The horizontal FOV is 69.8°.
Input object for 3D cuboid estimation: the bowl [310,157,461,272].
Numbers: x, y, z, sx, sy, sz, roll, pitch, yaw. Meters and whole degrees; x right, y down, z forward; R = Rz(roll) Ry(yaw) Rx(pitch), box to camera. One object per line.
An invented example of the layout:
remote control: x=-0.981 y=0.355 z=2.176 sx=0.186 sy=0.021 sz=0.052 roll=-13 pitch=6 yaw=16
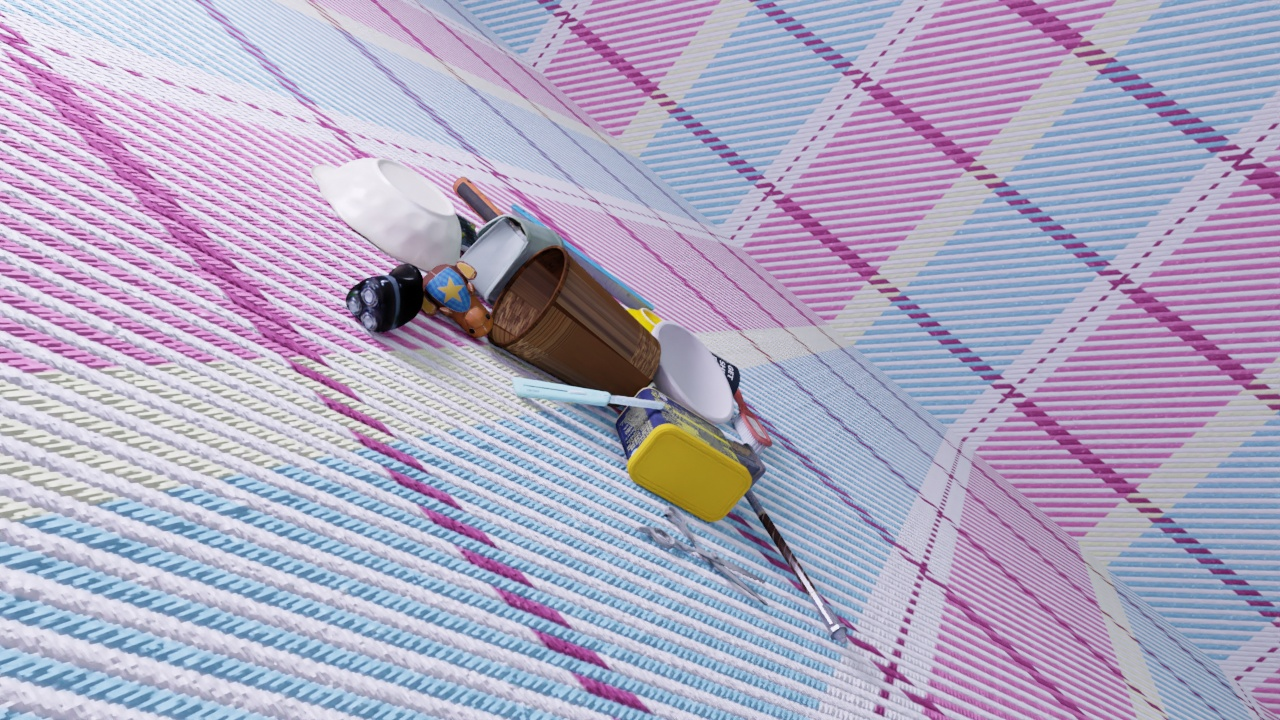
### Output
bowl: x=-0.285 y=-0.186 z=1.104 sx=0.219 sy=0.060 sz=0.188 roll=37 pitch=17 yaw=-10

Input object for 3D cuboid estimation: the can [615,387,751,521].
can: x=0.044 y=0.103 z=1.030 sx=0.135 sy=0.075 sz=0.104 roll=32 pitch=15 yaw=-24

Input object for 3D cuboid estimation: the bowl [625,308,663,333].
bowl: x=0.004 y=-0.032 z=1.310 sx=0.117 sy=0.068 sz=0.117 roll=35 pitch=16 yaw=-12

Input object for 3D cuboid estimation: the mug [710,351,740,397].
mug: x=0.095 y=0.036 z=1.347 sx=0.077 sy=0.071 sz=0.104 roll=29 pitch=46 yaw=-30

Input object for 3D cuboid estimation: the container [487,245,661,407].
container: x=-0.069 y=-0.030 z=1.056 sx=0.167 sy=0.132 sz=0.132 roll=37 pitch=15 yaw=-30

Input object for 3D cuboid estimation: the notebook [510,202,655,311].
notebook: x=-0.089 y=-0.146 z=1.394 sx=0.253 sy=0.009 sz=0.181 roll=36 pitch=-4 yaw=-3

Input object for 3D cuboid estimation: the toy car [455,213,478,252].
toy car: x=-0.235 y=-0.166 z=1.215 sx=0.038 sy=0.027 sz=0.089 roll=23 pitch=23 yaw=-36

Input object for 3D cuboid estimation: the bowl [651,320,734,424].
bowl: x=0.054 y=0.023 z=1.150 sx=0.149 sy=0.043 sz=0.149 roll=38 pitch=30 yaw=-28

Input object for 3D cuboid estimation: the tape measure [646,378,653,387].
tape measure: x=-0.007 y=0.007 z=1.197 sx=0.059 sy=0.058 sz=0.038 roll=52 pitch=21 yaw=25

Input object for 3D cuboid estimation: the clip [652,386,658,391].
clip: x=0.050 y=0.053 z=1.258 sx=0.076 sy=0.042 sz=0.023 roll=38 pitch=15 yaw=-6

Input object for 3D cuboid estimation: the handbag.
handbag: x=-0.156 y=-0.123 z=1.123 sx=0.067 sy=0.106 sz=0.121 roll=45 pitch=11 yaw=14

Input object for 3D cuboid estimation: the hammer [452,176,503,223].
hammer: x=-0.177 y=-0.166 z=1.336 sx=0.314 sy=0.035 sz=0.137 roll=45 pitch=17 yaw=20

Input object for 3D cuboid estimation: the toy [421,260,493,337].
toy: x=-0.201 y=-0.064 z=1.011 sx=0.090 sy=0.070 sz=0.103 roll=49 pitch=-9 yaw=-14

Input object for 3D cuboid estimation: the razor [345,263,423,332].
razor: x=-0.245 y=-0.065 z=0.899 sx=0.063 sy=0.053 sz=0.140 roll=4 pitch=14 yaw=-4

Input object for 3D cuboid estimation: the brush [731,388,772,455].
brush: x=0.154 y=0.084 z=1.396 sx=0.041 sy=0.030 sz=0.172 roll=29 pitch=20 yaw=-29

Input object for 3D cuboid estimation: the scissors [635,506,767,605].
scissors: x=0.061 y=0.197 z=0.923 sx=0.141 sy=0.014 sz=0.158 roll=45 pitch=17 yaw=31

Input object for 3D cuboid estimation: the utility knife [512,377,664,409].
utility knife: x=-0.054 y=0.039 z=0.976 sx=0.165 sy=0.015 sz=0.022 roll=9 pitch=55 yaw=-13

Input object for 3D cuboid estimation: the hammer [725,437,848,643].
hammer: x=0.153 y=0.198 z=1.063 sx=0.098 sy=0.044 sz=0.321 roll=27 pitch=20 yaw=-37
